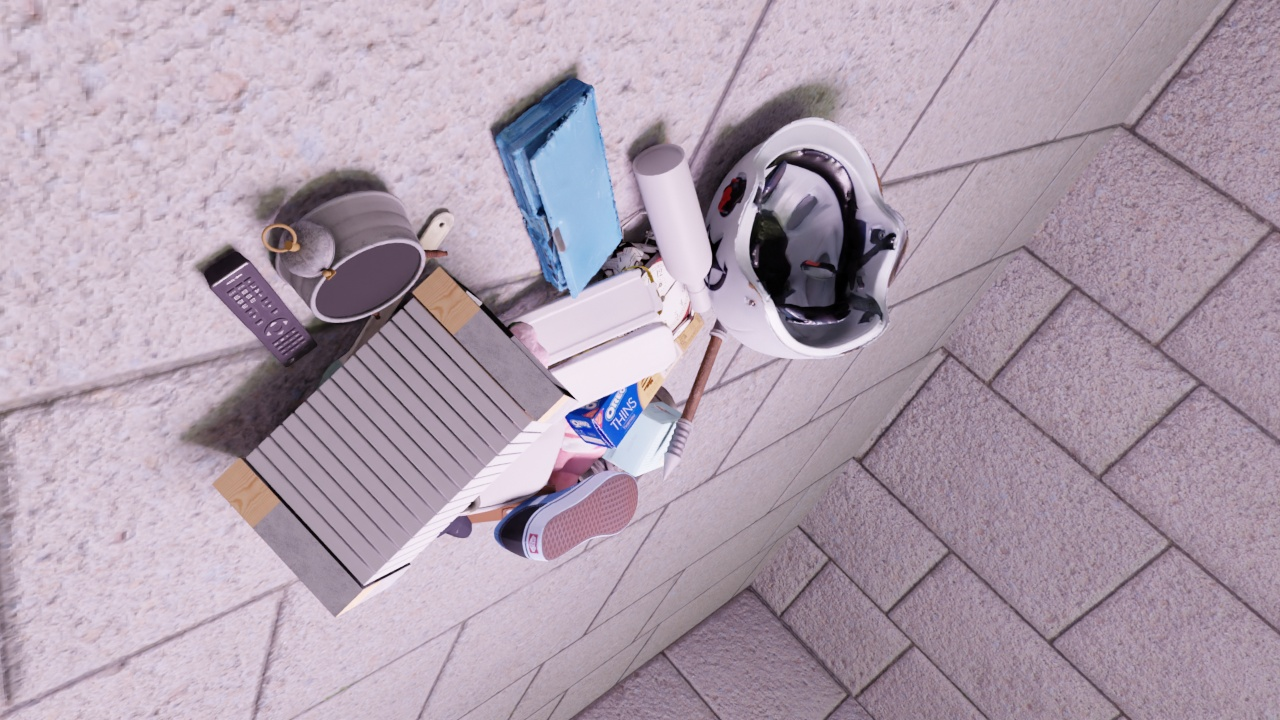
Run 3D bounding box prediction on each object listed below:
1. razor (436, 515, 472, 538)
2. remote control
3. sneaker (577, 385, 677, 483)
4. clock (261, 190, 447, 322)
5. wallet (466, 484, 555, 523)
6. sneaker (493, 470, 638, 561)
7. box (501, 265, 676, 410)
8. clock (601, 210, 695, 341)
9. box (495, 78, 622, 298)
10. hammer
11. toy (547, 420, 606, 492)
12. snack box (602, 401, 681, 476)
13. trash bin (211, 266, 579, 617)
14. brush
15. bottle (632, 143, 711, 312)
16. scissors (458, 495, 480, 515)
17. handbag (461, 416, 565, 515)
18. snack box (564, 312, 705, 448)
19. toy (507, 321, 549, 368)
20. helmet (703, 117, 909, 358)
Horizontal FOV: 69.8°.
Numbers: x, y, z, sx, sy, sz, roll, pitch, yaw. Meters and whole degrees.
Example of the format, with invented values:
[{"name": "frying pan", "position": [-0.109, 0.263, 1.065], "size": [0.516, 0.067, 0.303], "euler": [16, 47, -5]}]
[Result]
[{"name": "razor", "position": [-0.240, 0.201, 1.143], "size": [0.143, 0.047, 0.052], "euler": [74, 39, -69]}, {"name": "remote control", "position": [-0.278, -0.035, 0.680], "size": [0.032, 0.015, 0.136], "euler": [-39, 160, -14]}, {"name": "sneaker", "position": [-0.039, 0.133, 1.315], "size": [0.119, 0.095, 0.235], "euler": [-13, 149, -53]}, {"name": "clock", "position": [-0.215, -0.076, 0.661], "size": [0.104, 0.056, 0.147], "euler": [-40, 164, 13]}, {"name": "wallet", "position": [-0.171, 0.189, 1.198], "size": [0.121, 0.013, 0.088], "euler": [-5, 148, -9]}, {"name": "sneaker", "position": [-0.095, 0.187, 1.165], "size": [0.240, 0.098, 0.083], "euler": [-13, 106, -58]}, {"name": "box", "position": [-0.068, -0.008, 0.944], "size": [0.209, 0.038, 0.130], "euler": [-24, 119, -11]}, {"name": "clock", "position": [0.003, -0.092, 1.010], "size": [0.114, 0.065, 0.155], "euler": [-28, 125, -34]}, {"name": "box", "position": [-0.061, -0.143, 0.824], "size": [0.093, 0.048, 0.232], "euler": [-40, 158, -13]}, {"name": "hammer", "position": [0.086, 0.002, 1.164], "size": [0.156, 0.043, 0.321], "euler": [66, 43, -67]}, {"name": "toy", "position": [-0.069, 0.080, 1.168], "size": [0.141, 0.084, 0.214], "euler": [-35, 158, -26]}, {"name": "snack box", "position": [0.012, 0.098, 1.184], "size": [0.075, 0.053, 0.174], "euler": [-61, 167, 7]}, {"name": "trash bin", "position": [-0.196, 0.068, 0.785], "size": [0.247, 0.142, 0.142], "euler": [-44, 176, -2]}, {"name": "brush", "position": [-0.220, -0.039, 0.781], "size": [0.218, 0.012, 0.033], "euler": [-52, 156, 17]}, {"name": "bottle", "position": [0.042, -0.126, 0.942], "size": [0.052, 0.052, 0.195], "euler": [-38, 136, -17]}, {"name": "scissors", "position": [-0.228, 0.108, 0.932], "size": [0.162, 0.016, 0.225], "euler": [-43, 141, 20]}, {"name": "handbag", "position": [-0.199, 0.097, 1.015], "size": [0.222, 0.095, 0.216], "euler": [-12, 142, -33]}, {"name": "snack box", "position": [-0.006, 0.006, 1.079], "size": [0.206, 0.056, 0.057], "euler": [-54, 129, -25]}, {"name": "toy", "position": [-0.126, 0.023, 0.886], "size": [0.102, 0.093, 0.050], "euler": [-38, -170, -5]}, {"name": "helmet", "position": [0.167, -0.132, 1.054], "size": [0.236, 0.264, 0.164], "euler": [5, 175, -32]}]
